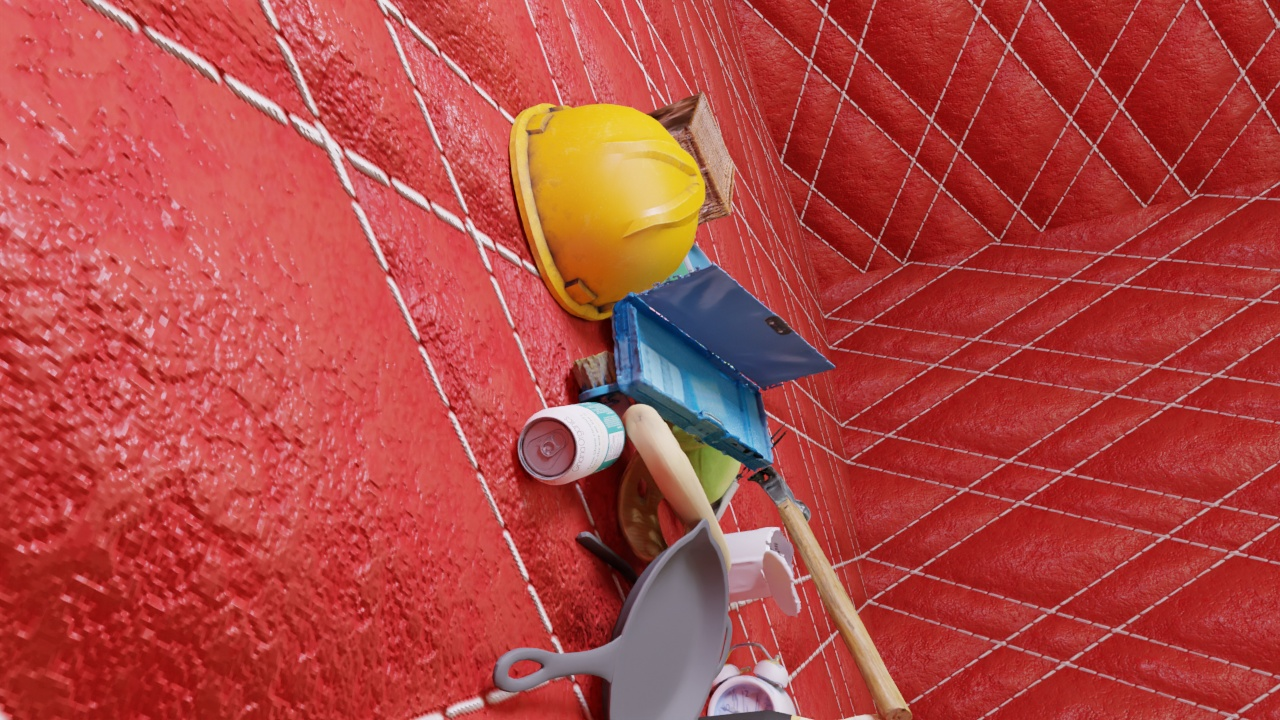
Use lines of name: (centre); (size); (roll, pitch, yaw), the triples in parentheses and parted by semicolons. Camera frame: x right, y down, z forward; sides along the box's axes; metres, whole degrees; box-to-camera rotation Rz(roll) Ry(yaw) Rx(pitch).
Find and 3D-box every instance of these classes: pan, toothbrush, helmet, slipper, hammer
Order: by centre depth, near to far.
pan: (-0.009, 0.220, 0.688); (0.354, 0.024, 0.216); (26, 76, -59)
toothbrush: (-0.017, 0.176, 0.785); (0.167, 0.013, 0.013); (53, 21, -55)
slipper: (0.015, 0.127, 0.811); (0.111, 0.079, 0.262); (60, -4, 33)
helmet: (-0.009, -0.149, 0.848); (0.255, 0.131, 0.205); (-27, 104, -72)
hammer: (0.190, 0.227, 0.944); (0.132, 0.033, 0.330); (52, 9, -35)

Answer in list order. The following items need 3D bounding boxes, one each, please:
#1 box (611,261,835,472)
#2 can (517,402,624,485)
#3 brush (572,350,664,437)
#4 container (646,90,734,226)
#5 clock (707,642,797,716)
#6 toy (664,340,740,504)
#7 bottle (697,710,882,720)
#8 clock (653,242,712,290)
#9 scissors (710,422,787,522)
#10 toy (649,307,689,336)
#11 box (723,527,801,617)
box: (0.085, 0.013, 0.815); (0.231, 0.112, 0.094); (34, 44, -46)
can: (-0.050, 0.061, 0.683); (0.101, 0.055, 0.055); (-2, 80, -74)
brush: (-0.017, 0.030, 0.816); (0.135, 0.055, 0.075); (-5, 77, -72)
container: (0.041, -0.236, 1.109); (0.198, 0.114, 0.113); (-75, 144, -61)
clock: (0.114, 0.360, 0.961); (0.052, 0.089, 0.125); (44, 37, -52)
toy: (0.066, 0.063, 0.984); (0.150, 0.107, 0.197); (-90, 162, -55)
bottle: (0.132, 0.347, 0.851); (0.045, 0.185, 0.045); (-12, 90, -74)
clock: (0.054, -0.093, 1.118); (0.122, 0.075, 0.161); (45, 23, -37)
scissors: (0.103, 0.132, 1.022); (0.164, 0.012, 0.150); (-57, -170, -15)
toy: (0.011, -0.038, 0.914); (0.095, 0.099, 0.053); (-18, 118, -64)
box: (0.120, 0.231, 0.988); (0.136, 0.147, 0.084); (-14, 89, -64)
